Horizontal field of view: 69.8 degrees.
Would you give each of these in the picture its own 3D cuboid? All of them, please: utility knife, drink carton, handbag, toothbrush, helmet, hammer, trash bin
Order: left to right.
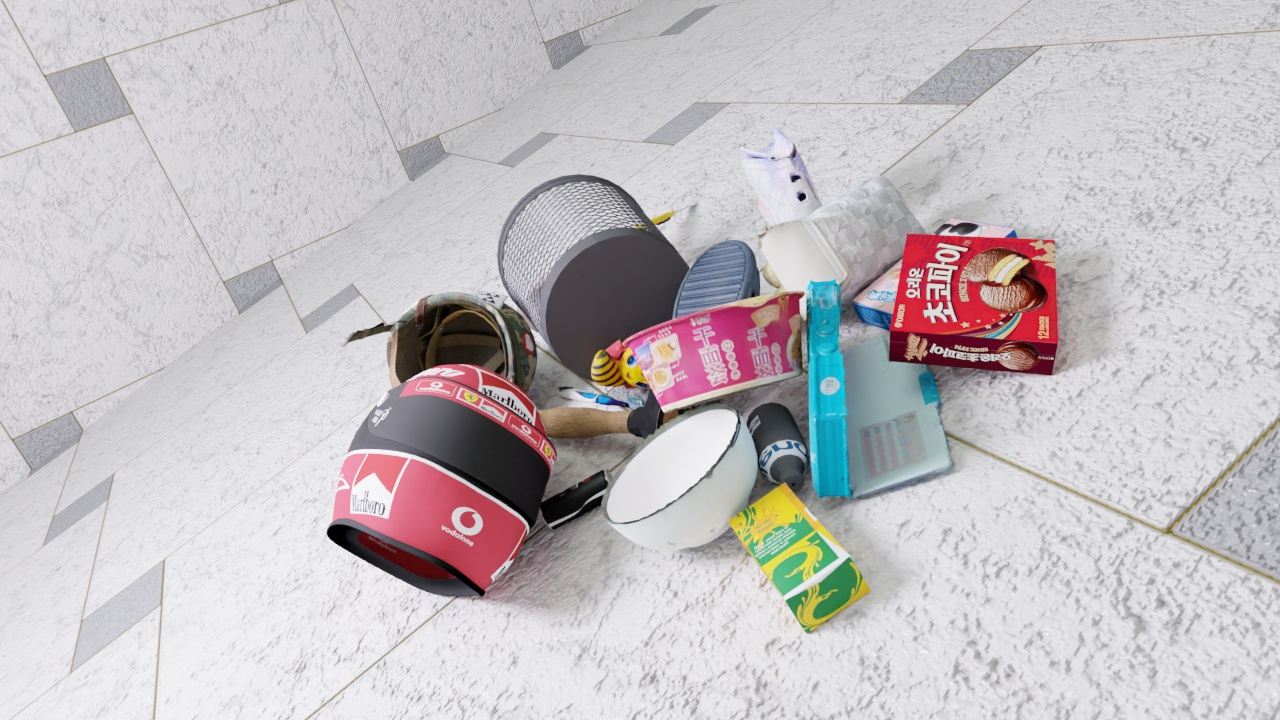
[{"bbox_3d":[-0.196,0.114,0.946,0.272,0.197,0.224,-22,38,57],"label":"helmet"},{"bbox_3d":[-0.237,0.008,1.174,0.235,0.192,0.225,-34,-12,-42],"label":"helmet"},{"bbox_3d":[-0.061,0.065,1.043,0.306,0.040,0.132,-6,67,53],"label":"hammer"},{"bbox_3d":[-0.055,-0.102,1.167,0.217,0.218,0.227,-34,31,-2],"label":"trash bin"},{"bbox_3d":[-0.052,0.044,1.126,0.189,0.017,0.016,7,48,51],"label":"toothbrush"},{"bbox_3d":[0.031,-0.218,1.406,0.031,0.019,0.227,-18,13,36],"label":"utility knife"},{"bbox_3d":[0.181,-0.191,1.113,0.069,0.159,0.126,-26,27,5],"label":"handbag"},{"bbox_3d":[0.122,0.152,0.731,0.058,0.041,0.122,-34,27,-2],"label":"drink carton"},{"bbox_3d":[0.219,-0.120,1.010,0.171,0.112,0.123,-29,-10,-19],"label":"handbag"}]

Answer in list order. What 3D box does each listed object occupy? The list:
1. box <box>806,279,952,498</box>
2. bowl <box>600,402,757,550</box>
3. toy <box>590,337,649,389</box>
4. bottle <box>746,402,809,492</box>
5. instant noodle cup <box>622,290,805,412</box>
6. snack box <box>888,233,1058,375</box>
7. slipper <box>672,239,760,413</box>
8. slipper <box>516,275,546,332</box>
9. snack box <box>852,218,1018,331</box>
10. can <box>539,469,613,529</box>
[{"bbox_3d":[0.211,0.018,0.828,0.117,0.097,0.226,-2,33,10],"label":"box"},{"bbox_3d":[0.044,0.115,0.827,0.153,0.073,0.153,-35,17,12],"label":"bowl"},{"bbox_3d":[-0.006,0.006,1.068,0.103,0.084,0.046,-4,52,-2],"label":"toy"},{"bbox_3d":[0.127,0.081,0.839,0.047,0.047,0.112,-28,27,10],"label":"bottle"},{"bbox_3d":[0.078,-0.003,0.868,0.178,0.077,0.178,-14,-4,-1],"label":"instant noodle cup"},{"bbox_3d":[0.302,-0.056,0.832,0.133,0.036,0.151,5,42,19],"label":"snack box"},{"bbox_3d":[0.088,-0.013,1.016,0.101,0.082,0.263,-10,54,44],"label":"slipper"},{"bbox_3d":[-0.066,-0.116,1.329,0.239,0.094,0.064,-28,31,-3],"label":"slipper"},{"bbox_3d":[0.304,-0.086,0.943,0.154,0.033,0.088,-38,28,-11],"label":"snack box"},{"bbox_3d":[-0.063,0.144,0.955,0.080,0.031,0.031,-29,27,8],"label":"can"}]
